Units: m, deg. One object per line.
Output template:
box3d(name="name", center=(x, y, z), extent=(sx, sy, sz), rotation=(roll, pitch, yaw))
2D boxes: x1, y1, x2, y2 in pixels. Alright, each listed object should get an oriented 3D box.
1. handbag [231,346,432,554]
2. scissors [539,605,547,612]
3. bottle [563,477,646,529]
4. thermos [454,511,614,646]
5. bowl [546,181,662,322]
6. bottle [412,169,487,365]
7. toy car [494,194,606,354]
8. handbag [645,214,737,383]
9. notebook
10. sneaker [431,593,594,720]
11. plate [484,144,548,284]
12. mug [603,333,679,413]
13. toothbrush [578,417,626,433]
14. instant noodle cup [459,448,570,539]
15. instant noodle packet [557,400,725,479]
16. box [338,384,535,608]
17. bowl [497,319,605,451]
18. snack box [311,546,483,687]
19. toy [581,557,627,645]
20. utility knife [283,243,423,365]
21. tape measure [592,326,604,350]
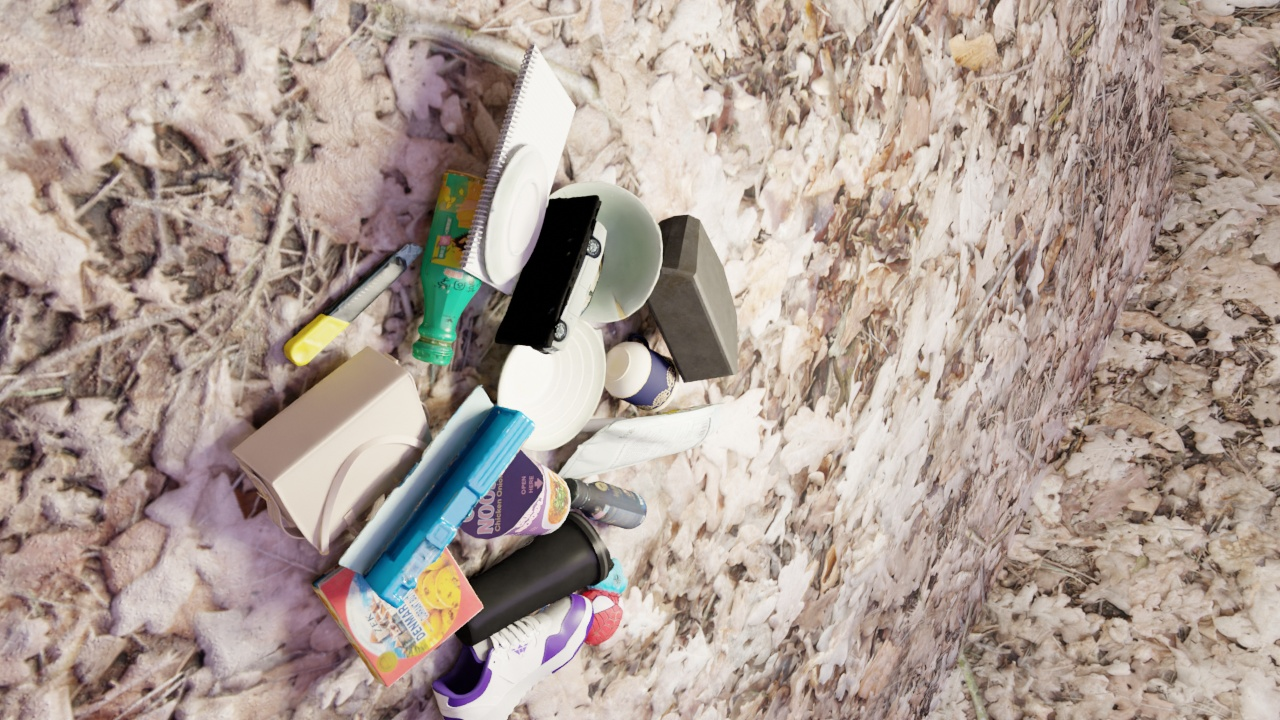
box3d(name="handbag", center=(-0.305, 0.116, 0.983), extent=(0.194, 0.101, 0.198), rotation=(-43, 144, -28))
box3d(name="scissors", center=(-0.161, 0.384, 1.294), extent=(0.130, 0.022, 0.070), rotation=(-5, 112, -41))
box3d(name="bottle", center=(-0.054, 0.202, 1.307), extent=(0.160, 0.056, 0.056), rotation=(27, 84, -49))
box3d(name="thermos", center=(-0.148, 0.289, 1.211), extent=(0.218, 0.106, 0.106), rotation=(-25, 122, -34))
box3d(name="bowl", center=(-0.060, -0.133, 1.155), extent=(0.174, 0.068, 0.174), rotation=(0, 91, -8))
box3d(name="bottle", center=(-0.208, -0.100, 1.013), extent=(0.068, 0.068, 0.210), rotation=(9, 98, -49))
box3d(name="toy car", center=(-0.089, -0.093, 1.074), extent=(0.071, 0.094, 0.191), rotation=(32, 70, -42))
box3d(name="handbag", center=(0.064, -0.105, 1.271), extent=(0.198, 0.102, 0.197), rotation=(-77, 150, -46))
box3d(name="notebook", center=(-0.131, -0.202, 1.027), extent=(0.178, 0.013, 0.245), rotation=(31, 75, -78))
box3d(name="sneaker", center=(-0.176, 0.382, 1.217), extent=(0.243, 0.092, 0.111), rotation=(-43, 120, -21))
box3d(name="plate", center=(-0.133, -0.158, 1.010), extent=(0.157, 0.014, 0.157), rotation=(18, 89, -80))
box3d(name="mug", center=(-0.007, 0.007, 1.275), extent=(0.089, 0.086, 0.111), rotation=(27, 48, -47))
box3d(name="toothbrush", center=(-0.047, 0.091, 1.301), extent=(0.187, 0.018, 0.019), rotation=(1, 106, -48))
box3d(name="instant noodle cup", center=(-0.147, 0.169, 1.149), extent=(0.122, 0.137, 0.121), rotation=(32, 53, -58))
box3d(name="instant noodle packet", center=(0.004, 0.110, 1.317), extent=(0.268, 0.057, 0.147), rotation=(-6, 145, -47))
box3d(name="box", center=(-0.229, 0.140, 1.007), extent=(0.085, 0.092, 0.243), rotation=(43, 73, -22))
box3d(name="bowl", center=(-0.126, 0.022, 1.158), extent=(0.176, 0.058, 0.177), rotation=(-20, 119, -42))
box3d(name="snack box", center=(-0.278, 0.273, 1.061), extent=(0.144, 0.040, 0.142), rotation=(-37, 105, -33))
box3d(name="toy", center=(-0.057, 0.357, 1.364), extent=(0.092, 0.062, 0.132), rotation=(34, 67, -56))
box3d(name="utility knife", center=(-0.297, -0.064, 0.966), extent=(0.187, 0.020, 0.029), rotation=(-47, 135, -24))
box3d(name="tape measure", center=(-0.077, -0.013, 1.226), extent=(0.062, 0.020, 0.060), rotation=(-19, 118, -43))
